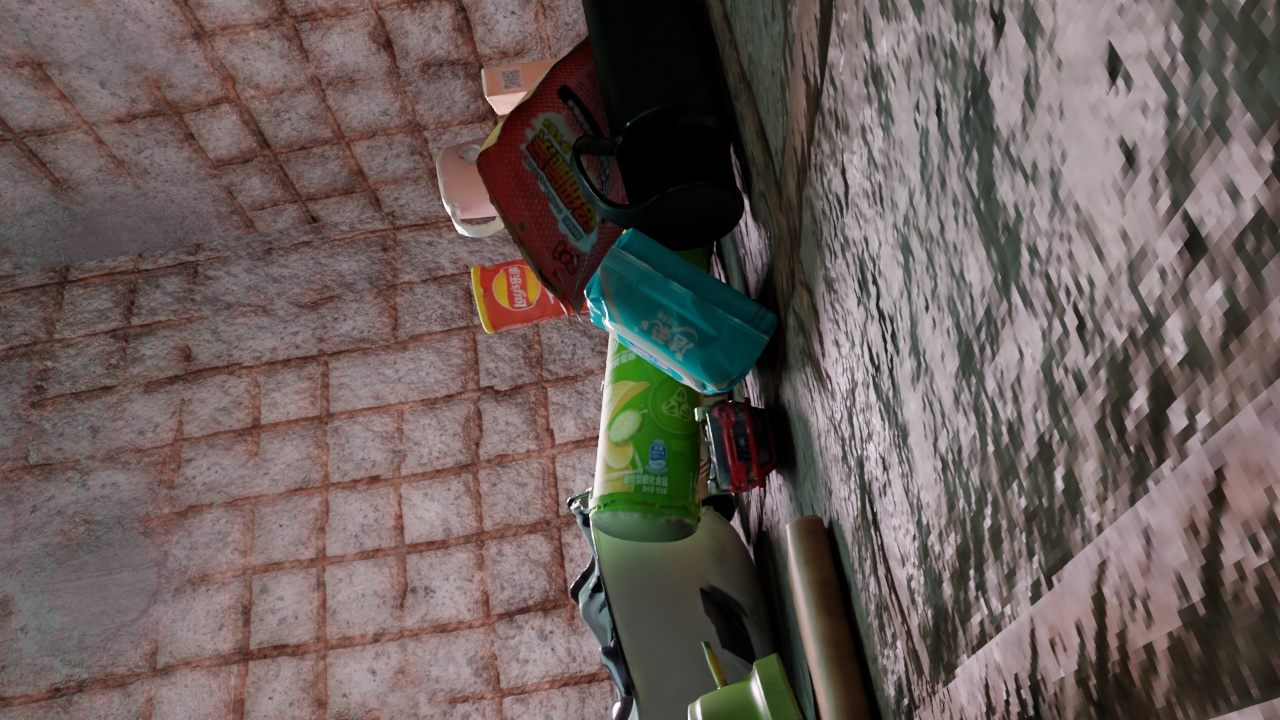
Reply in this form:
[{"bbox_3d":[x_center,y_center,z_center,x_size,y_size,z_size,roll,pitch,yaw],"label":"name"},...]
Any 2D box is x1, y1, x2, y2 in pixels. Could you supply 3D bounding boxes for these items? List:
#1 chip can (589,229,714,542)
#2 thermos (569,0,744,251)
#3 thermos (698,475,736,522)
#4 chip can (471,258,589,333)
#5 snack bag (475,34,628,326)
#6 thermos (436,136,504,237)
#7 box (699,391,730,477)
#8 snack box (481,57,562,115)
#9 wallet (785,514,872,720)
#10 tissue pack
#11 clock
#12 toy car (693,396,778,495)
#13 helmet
[{"bbox_3d":[0.010,0.011,0.618,0.073,0.072,0.220,82,-169,-66],"label":"chip can"},{"bbox_3d":[-0.005,-0.180,0.531,0.069,0.090,0.242,120,145,-56],"label":"thermos"},{"bbox_3d":[0.026,0.105,0.863,0.143,0.093,0.093,45,153,44],"label":"thermos"},{"bbox_3d":[-0.061,-0.082,0.947,0.073,0.216,0.073,48,-148,-90],"label":"chip can"},{"bbox_3d":[-0.032,-0.133,0.582,0.207,0.073,0.129,-64,-38,-42],"label":"snack bag"},{"bbox_3d":[-0.059,-0.149,0.731,0.067,0.198,0.087,84,175,-60],"label":"thermos"},{"bbox_3d":[0.042,0.036,0.726,0.073,0.076,0.164,-94,-2,-52],"label":"box"},{"bbox_3d":[-0.058,-0.250,0.818,0.084,0.157,0.026,-100,2,-85],"label":"snack box"},{"bbox_3d":[0.087,0.137,0.441,0.115,0.020,0.101,76,-176,-65],"label":"wallet"},{"bbox_3d":[0.019,-0.021,0.507,0.050,0.093,0.133,-57,-2,-3],"label":"tissue pack"},{"bbox_3d":[0.075,0.231,0.472,0.116,0.056,0.161,-96,-16,-79],"label":"clock"},{"bbox_3d":[0.055,0.047,0.528,0.120,0.045,0.053,20,-122,-85],"label":"toy car"},{"bbox_3d":[0.029,0.207,0.718,0.228,0.146,0.259,-106,14,-45],"label":"helmet"}]
